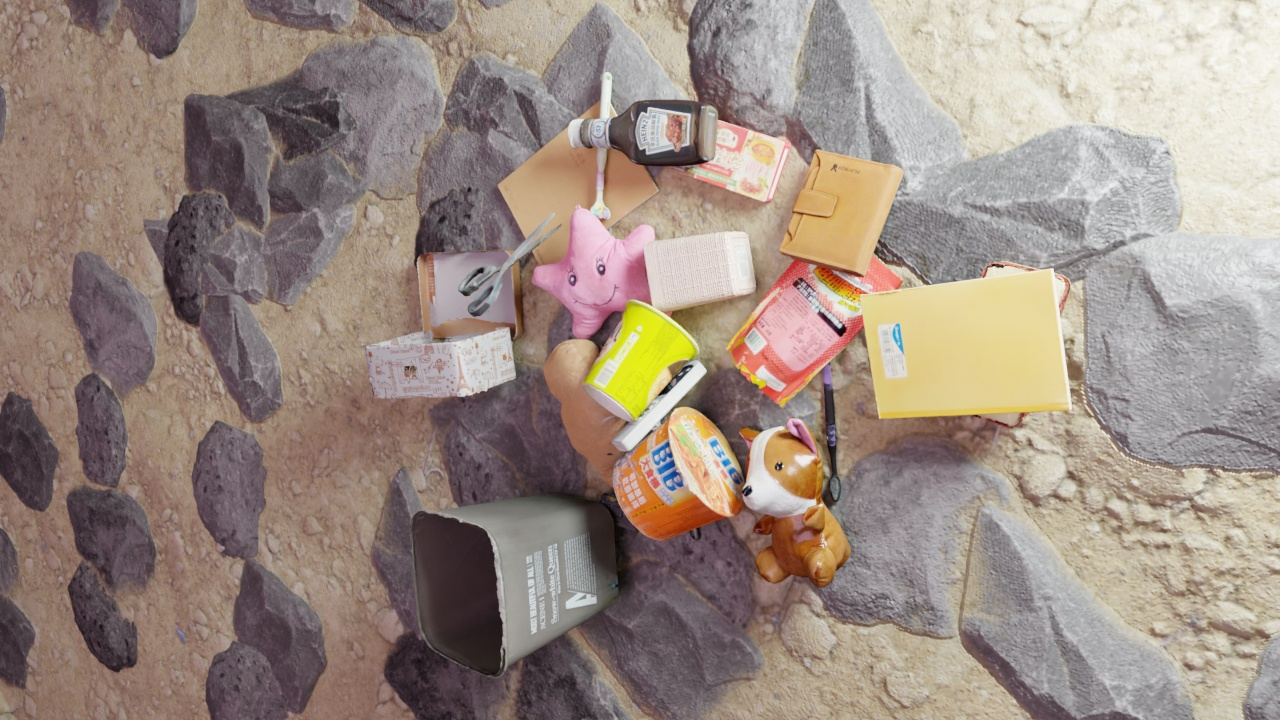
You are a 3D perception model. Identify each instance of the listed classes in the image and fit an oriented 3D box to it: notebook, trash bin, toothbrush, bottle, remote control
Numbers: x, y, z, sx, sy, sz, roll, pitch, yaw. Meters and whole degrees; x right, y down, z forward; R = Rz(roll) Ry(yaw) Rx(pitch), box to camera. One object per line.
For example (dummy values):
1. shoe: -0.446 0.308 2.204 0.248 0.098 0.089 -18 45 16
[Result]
1. notebook: 0.339 -0.013 0.974 0.207 0.010 0.146 -7 96 39
2. trash bin: -0.160 0.280 1.229 0.199 0.219 0.199 4 99 45
3. toothbrush: -0.049 -0.281 1.205 0.020 0.029 0.189 -159 71 -67
4. bottle: 0.000 -0.283 1.144 0.195 0.044 0.080 7 99 28
5. toothbrush: 0.232 0.081 1.120 0.014 0.016 0.189 -3 95 21
6. remote control: 0.023 0.057 1.165 0.150 0.058 0.021 -46 99 -13
7. notebook: -0.090 -0.235 1.250 0.212 0.012 0.149 -32 82 28
8. toothbrush: 0.046 0.157 1.233 0.016 0.018 0.181 -20 89 24

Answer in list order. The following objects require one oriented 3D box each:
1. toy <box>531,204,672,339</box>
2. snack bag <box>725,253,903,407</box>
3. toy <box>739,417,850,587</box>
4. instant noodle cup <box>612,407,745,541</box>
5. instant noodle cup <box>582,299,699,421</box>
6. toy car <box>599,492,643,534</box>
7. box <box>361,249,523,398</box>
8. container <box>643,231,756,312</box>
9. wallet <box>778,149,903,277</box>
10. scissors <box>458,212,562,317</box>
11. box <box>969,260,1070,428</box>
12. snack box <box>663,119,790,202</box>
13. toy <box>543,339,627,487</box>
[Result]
1. toy: -0.061 -0.118 1.211 0.195 0.074 0.178 -11 107 27
2. snack bag: 0.200 -0.053 1.092 0.208 0.073 0.128 -50 63 18
3. toy: 0.176 0.170 1.111 0.140 0.130 0.199 -14 83 52
4. instant noodle cup: 0.044 0.150 1.153 0.112 0.151 0.151 -34 81 27
5. instant noodle cup: -0.007 0.007 1.143 0.112 0.112 0.123 31 76 21
6. toy car: -0.014 0.209 1.261 0.090 0.035 0.042 14 105 27
7. box: -0.281 -0.052 1.297 0.181 0.157 0.205 1 98 29
8. container: 0.076 -0.113 1.135 0.111 0.090 0.090 -8 93 26
9. wallet: 0.229 -0.170 1.055 0.108 0.031 0.131 20 87 25
10. scissors: -0.176 -0.125 1.224 0.164 0.014 0.165 -7 54 35
11. box: 0.393 -0.017 0.982 0.091 0.077 0.168 19 107 26
12. snack box: 0.103 -0.254 1.133 0.153 0.025 0.075 25 109 23
13. toy: -0.062 0.079 1.235 0.226 0.082 0.144 69 161 2
